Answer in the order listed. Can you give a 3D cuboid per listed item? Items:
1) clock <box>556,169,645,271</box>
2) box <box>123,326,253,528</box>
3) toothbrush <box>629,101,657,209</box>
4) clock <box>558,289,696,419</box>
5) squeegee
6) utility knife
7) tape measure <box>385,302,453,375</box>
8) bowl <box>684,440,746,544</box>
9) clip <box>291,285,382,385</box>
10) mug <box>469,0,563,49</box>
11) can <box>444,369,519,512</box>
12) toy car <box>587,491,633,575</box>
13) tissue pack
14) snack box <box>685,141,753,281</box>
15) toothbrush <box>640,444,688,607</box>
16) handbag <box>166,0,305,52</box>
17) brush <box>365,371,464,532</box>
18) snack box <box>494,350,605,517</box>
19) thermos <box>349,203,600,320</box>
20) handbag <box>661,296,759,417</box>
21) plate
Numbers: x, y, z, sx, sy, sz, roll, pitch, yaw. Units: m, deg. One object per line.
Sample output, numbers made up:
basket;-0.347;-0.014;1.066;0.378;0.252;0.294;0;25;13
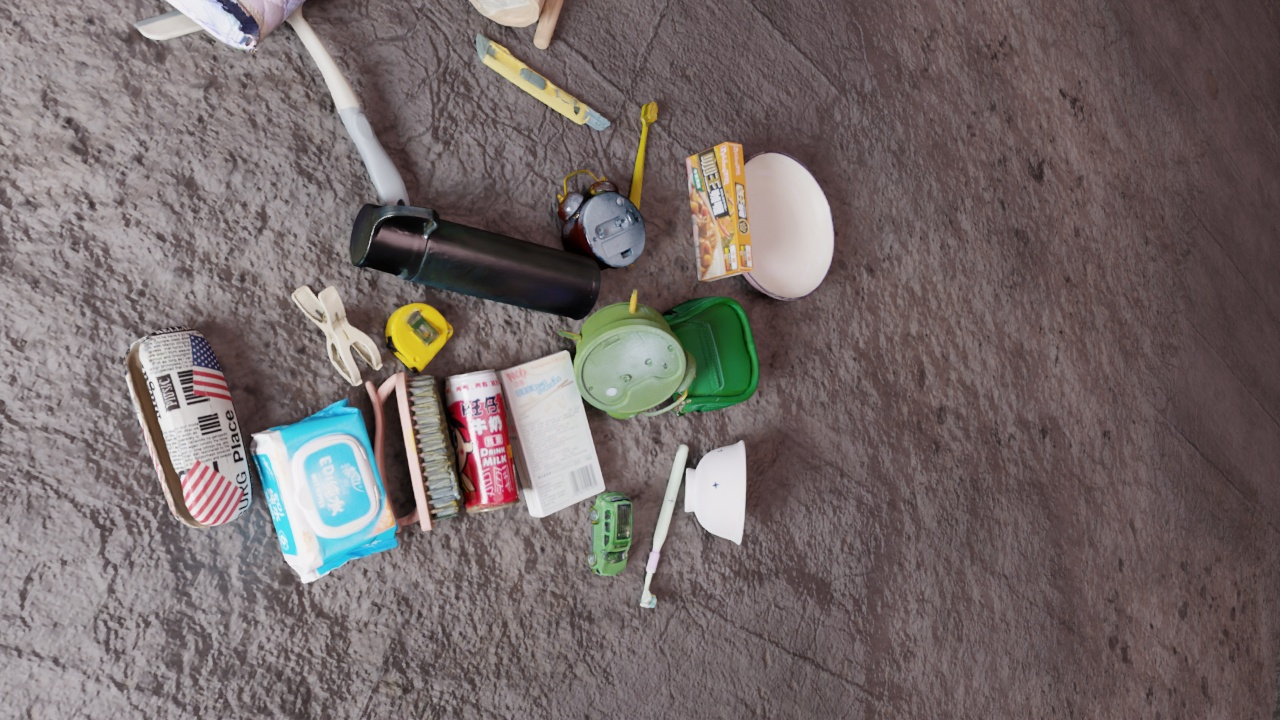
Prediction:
clock;-0.046;-0.150;0.999;0.081;0.055;0.122;-30;102;-35
box;-0.350;0.051;0.732;0.074;0.077;0.163;-18;93;-43
toothbrush;0.000;-0.213;1.064;0.015;0.017;0.190;17;75;-34
clock;-0.006;0.006;0.972;0.161;0.116;0.056;54;15;-38
squeegee;-0.276;-0.239;0.846;0.245;0.039;0.246;-37;107;-34
utility knife;-0.106;-0.297;1.000;0.177;0.019;0.031;28;75;-36
tape measure;-0.212;-0.026;0.875;0.057;0.029;0.059;48;59;-22
bowl;0.084;0.149;1.048;0.065;0.118;0.118;3;81;2
clip;-0.268;-0.024;0.824;0.034;0.060;0.097;-42;121;-33
mug;-0.120;-0.407;0.967;0.124;0.084;0.103;40;61;-57
can;-0.154;0.077;0.891;0.053;0.053;0.132;-11;91;-38
toy car;-0.030;0.186;0.979;0.043;0.036;0.091;-3;101;-38
tissue pack;-0.271;0.111;0.793;0.089;0.063;0.140;-19;96;-37
snack box;0.094;-0.175;1.095;0.026;0.075;0.153;-3;86;-38
toothbrush;0.029;0.185;1.040;0.020;0.029;0.189;12;71;6
handbag;-0.329;-0.370;0.786;0.134;0.076;0.193;38;61;-17
brush;-0.210;0.083;0.847;0.073;0.063;0.145;-12;90;-7
snack box;-0.094;0.075;0.953;0.084;0.027;0.157;-19;96;-37
thermos;-0.150;-0.097;0.892;0.242;0.090;0.068;11;65;-36
handbag;0.071;-0.005;1.062;0.120;0.068;0.131;-19;96;-36
plate;0.171;-0.170;1.176;0.192;0.039;0.192;5;81;-37
